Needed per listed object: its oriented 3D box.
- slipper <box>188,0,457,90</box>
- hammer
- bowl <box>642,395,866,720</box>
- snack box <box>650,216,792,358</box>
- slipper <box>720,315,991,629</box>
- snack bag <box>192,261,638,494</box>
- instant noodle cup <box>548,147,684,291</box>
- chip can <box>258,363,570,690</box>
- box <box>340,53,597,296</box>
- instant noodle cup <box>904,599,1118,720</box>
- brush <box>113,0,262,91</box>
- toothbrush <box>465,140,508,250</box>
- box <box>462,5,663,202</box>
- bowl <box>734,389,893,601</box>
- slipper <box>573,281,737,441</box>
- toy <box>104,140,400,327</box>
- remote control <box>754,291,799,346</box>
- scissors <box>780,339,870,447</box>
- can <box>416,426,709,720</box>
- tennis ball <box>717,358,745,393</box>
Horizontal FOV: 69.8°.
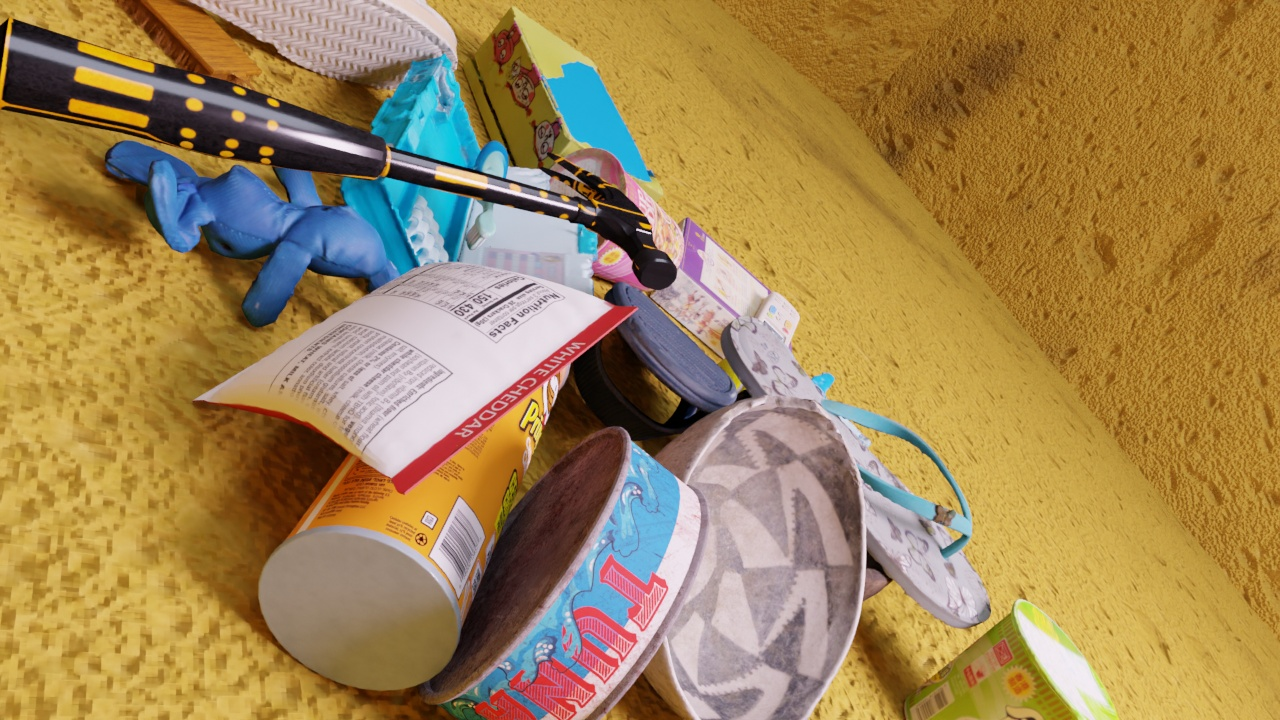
[{"bbox_3d":[-0.220,-0.242,0.596,0.272,0.115,0.054,7,78,-66],"label":"slipper"},{"bbox_3d":[-0.128,-0.100,0.452,0.320,0.036,0.123,9,32,-35],"label":"hammer"},{"bbox_3d":[0.044,0.107,0.495,0.178,0.081,0.178,3,86,-44],"label":"bowl"},{"bbox_3d":[0.081,-0.058,0.890,0.148,0.041,0.143,40,25,-13],"label":"snack box"},{"bbox_3d":[0.155,0.071,0.611,0.269,0.055,0.098,48,32,-1],"label":"slipper"},{"bbox_3d":[-0.097,-0.005,0.387,0.130,0.144,0.039,-41,131,-39],"label":"snack bag"},{"bbox_3d":[-0.021,-0.106,0.751,0.108,0.098,0.097,25,31,-52],"label":"instant noodle cup"},{"bbox_3d":[-0.089,0.043,0.423,0.075,0.075,0.214,40,25,-13],"label":"chip can"},{"bbox_3d":[-0.113,-0.103,0.613,0.169,0.086,0.226,36,26,-24],"label":"box"},{"bbox_3d":[0.242,0.231,0.617,0.099,0.108,0.098,36,27,-21],"label":"instant noodle cup"},{"bbox_3d":[-0.265,-0.187,0.568,0.126,0.017,0.048,46,24,0],"label":"brush"},{"bbox_3d":[-0.090,-0.100,0.537,0.022,0.017,0.135,35,24,-24],"label":"toothbrush"},{"bbox_3d":[-0.075,-0.213,0.842,0.124,0.083,0.220,20,37,-44],"label":"box"},{"bbox_3d":[0.100,0.102,0.637,0.162,0.070,0.162,36,26,-21],"label":"bowl"},{"bbox_3d":[-0.004,0.004,0.630,0.101,0.082,0.263,44,5,-6],"label":"slipper"},{"bbox_3d":[-0.178,-0.057,0.451,0.176,0.071,0.112,34,16,-23],"label":"toy"},{"bbox_3d":[0.123,-0.033,0.845,0.038,0.018,0.125,45,26,-3],"label":"remote control"},{"bbox_3d":[0.127,0.024,0.701,0.134,0.011,0.139,45,24,-5],"label":"scissors"},{"bbox_3d":[-0.032,0.091,0.372,0.044,0.130,0.129,40,25,-13],"label":"can"},{"bbox_3d":[0.085,0.026,0.736,0.065,0.065,0.065,36,26,-21],"label":"tennis ball"}]
